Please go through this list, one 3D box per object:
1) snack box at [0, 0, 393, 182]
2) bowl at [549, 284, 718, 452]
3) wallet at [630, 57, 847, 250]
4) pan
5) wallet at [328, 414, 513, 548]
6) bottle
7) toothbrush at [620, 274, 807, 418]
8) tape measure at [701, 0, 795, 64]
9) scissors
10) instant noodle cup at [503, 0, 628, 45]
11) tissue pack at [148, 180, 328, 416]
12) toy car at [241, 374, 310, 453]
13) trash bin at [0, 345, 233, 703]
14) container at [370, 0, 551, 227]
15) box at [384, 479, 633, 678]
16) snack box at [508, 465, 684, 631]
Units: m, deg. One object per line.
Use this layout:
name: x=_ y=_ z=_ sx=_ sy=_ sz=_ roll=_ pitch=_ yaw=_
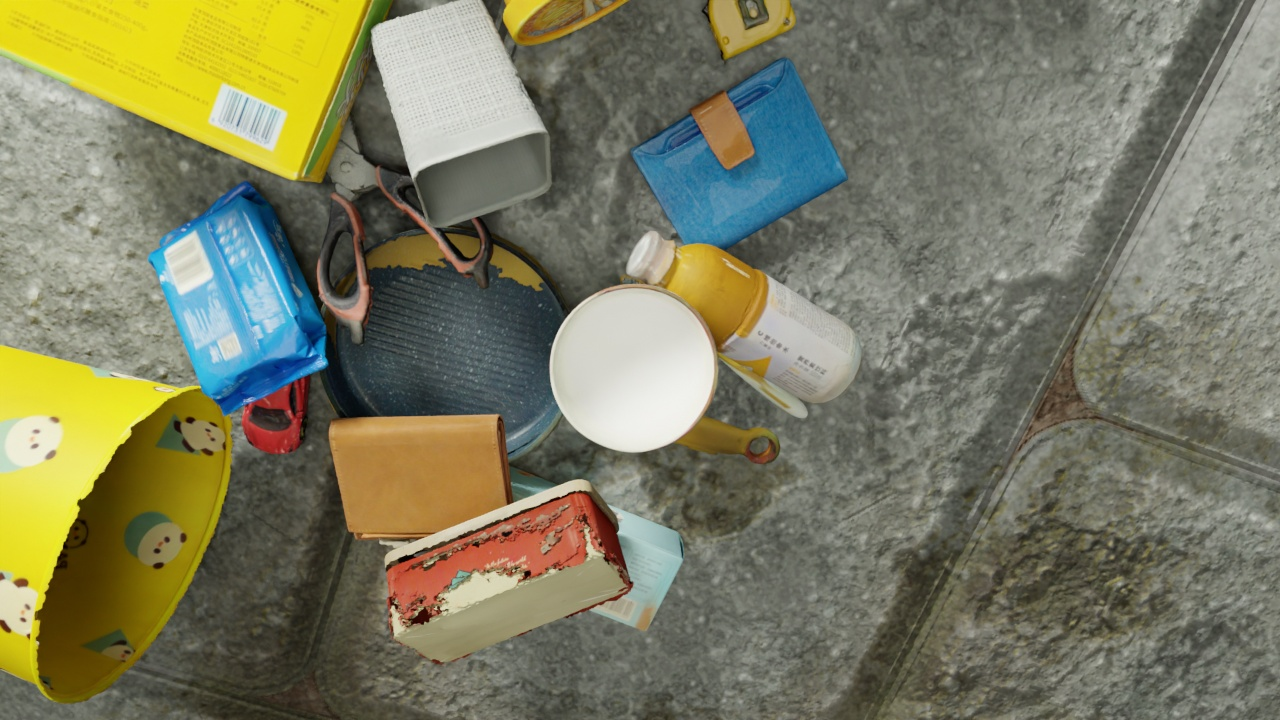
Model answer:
snack box: x=-0.284 y=-0.229 z=0.596 sx=0.210 sy=0.070 sz=0.158 roll=23 pitch=97 yaw=-9
bowl: x=-0.004 y=0.004 z=0.641 sx=0.113 sy=0.062 sz=0.113 roll=0 pitch=94 yaw=1
wallet: x=0.073 y=-0.145 z=0.676 sx=0.133 sy=0.040 sz=0.106 roll=-29 pitch=111 yaw=8
pan: x=-0.069 y=0.017 z=0.702 sx=0.357 sy=0.078 sz=0.198 roll=14 pitch=107 yaw=-5
wallet: x=-0.164 y=0.092 z=0.701 sx=0.132 sy=0.031 sz=0.108 roll=-2 pitch=110 yaw=8
bottle: x=0.077 y=-0.034 z=0.681 sx=0.189 sy=0.068 sz=0.068 roll=29 pitch=105 yaw=-19
toothbrush: x=0.061 y=-0.009 z=0.727 sx=0.191 sy=0.018 sz=0.016 roll=36 pitch=105 yaw=-12
tape measure: x=0.076 y=-0.248 z=0.646 sx=0.060 sy=0.029 sz=0.057 roll=-23 pitch=106 yaw=6
scissors: x=-0.197 y=-0.118 z=0.657 sx=0.189 sy=0.015 sz=0.226 roll=3 pitch=91 yaw=4
instant noodle cup: x=-0.055 y=-0.284 z=0.591 sx=0.118 sy=0.118 sz=0.114 roll=-26 pitch=99 yaw=7
tissue pack: x=-0.290 y=-0.044 z=0.670 sx=0.095 sy=0.052 sz=0.157 roll=-29 pitch=78 yaw=8
toy car: x=-0.288 y=0.026 z=0.726 sx=0.049 sy=0.031 sz=0.106 roll=11 pitch=109 yaw=-4
trash bin: x=-0.468 y=0.090 z=0.649 sx=0.255 sy=0.229 sz=0.230 roll=18 pitch=106 yaw=-2
container: x=-0.121 y=-0.167 z=0.614 sx=0.090 sy=0.090 sz=0.114 roll=-20 pitch=77 yaw=-10
box: x=-0.096 y=0.164 z=0.675 sx=0.168 sy=0.080 sz=0.091 roll=-22 pitch=143 yaw=6
snack box: x=-0.056 y=0.153 z=0.760 sx=0.175 sy=0.051 sz=0.074 roll=23 pitch=104 yaw=-8
